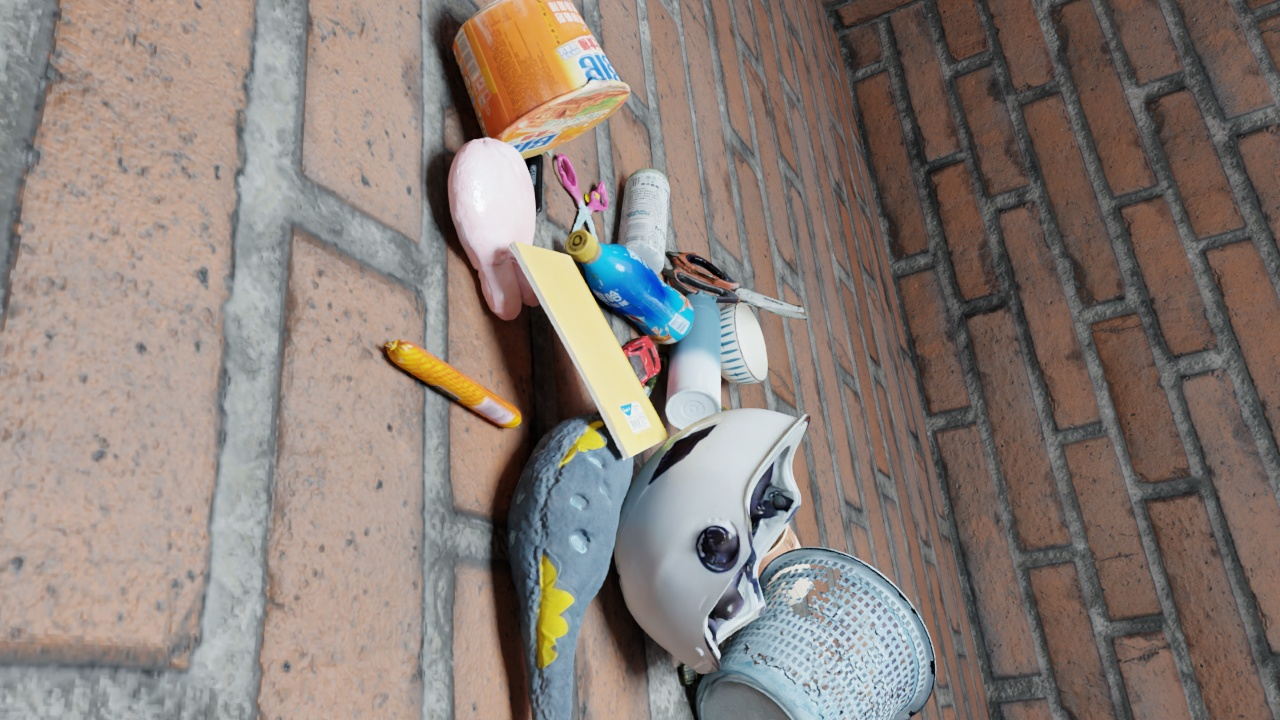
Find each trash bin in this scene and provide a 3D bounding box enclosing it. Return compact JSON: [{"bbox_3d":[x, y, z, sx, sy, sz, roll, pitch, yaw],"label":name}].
[{"bbox_3d":[0.171,0.344,0.982,0.194,0.227,0.226,-26,99,-46],"label":"trash bin"}]

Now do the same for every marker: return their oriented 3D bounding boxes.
[{"bbox_3d":[-0.110,-0.201,0.948,0.015,0.018,0.124,35,46,-52],"label":"marker"}]

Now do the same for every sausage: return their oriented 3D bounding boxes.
[{"bbox_3d":[-0.144,0.021,0.729,0.165,0.021,0.021,41,40,-51],"label":"sausage"}]

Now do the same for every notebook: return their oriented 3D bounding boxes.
[{"bbox_3d":[-0.041,-0.012,0.829,0.206,0.010,0.145,61,14,5],"label":"notebook"}]

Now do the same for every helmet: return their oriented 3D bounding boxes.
[{"bbox_3d":[0.059,0.154,0.885,0.228,0.146,0.259,-19,125,-67],"label":"helmet"}]

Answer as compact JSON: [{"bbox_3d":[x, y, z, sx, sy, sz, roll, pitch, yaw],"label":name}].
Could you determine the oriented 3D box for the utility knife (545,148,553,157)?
[{"bbox_3d":[-0.097,-0.283,1.029,0.162,0.018,0.031,-81,149,-41],"label":"utility knife"}]

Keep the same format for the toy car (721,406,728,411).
[{"bbox_3d":[0.076,0.071,1.156,0.122,0.037,0.056,37,35,-35],"label":"toy car"}]

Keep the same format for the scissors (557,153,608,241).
[{"bbox_3d":[-0.065,-0.175,1.035,0.136,0.017,0.133,61,30,-31],"label":"scissors"}]

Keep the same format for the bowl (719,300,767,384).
[{"bbox_3d":[0.126,-0.019,1.280,0.116,0.066,0.116,41,40,-49],"label":"bowl"}]

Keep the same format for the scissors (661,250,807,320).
[{"bbox_3d":[0.131,-0.101,1.258,0.206,0.015,0.193,-19,60,-45],"label":"scissors"}]

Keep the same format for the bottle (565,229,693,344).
[{"bbox_3d":[-0.014,-0.084,1.025,0.218,0.065,0.065,35,45,-53],"label":"bottle"}]

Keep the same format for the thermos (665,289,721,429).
[{"bbox_3d":[0.067,-0.005,1.118,0.070,0.070,0.220,59,21,-30],"label":"thermos"}]

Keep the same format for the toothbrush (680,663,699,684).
[{"bbox_3d":[0.036,0.235,0.978,0.027,0.026,0.212,2,73,-41],"label":"toothbrush"}]

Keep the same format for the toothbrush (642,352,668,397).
[{"bbox_3d":[0.008,0.033,1.053,0.012,0.017,0.185,32,31,-1],"label":"toothbrush"}]

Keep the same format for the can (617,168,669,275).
[{"bbox_3d":[0.004,-0.168,1.122,0.058,0.058,0.146,51,32,-40],"label":"can"}]

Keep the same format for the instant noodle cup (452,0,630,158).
[{"bbox_3d":[-0.100,-0.272,0.870,0.111,0.152,0.151,64,25,-1],"label":"instant noodle cup"}]

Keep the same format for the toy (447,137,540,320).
[{"bbox_3d":[-0.126,-0.118,0.819,0.121,0.054,0.159,-39,121,-64],"label":"toy"}]

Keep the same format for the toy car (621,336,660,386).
[{"bbox_3d":[-0.006,0.006,1.025,0.106,0.031,0.049,-37,108,-62],"label":"toy car"}]

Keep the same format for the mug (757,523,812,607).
[{"bbox_3d":[0.166,0.262,1.164,0.106,0.082,0.114,60,22,-31],"label":"mug"}]

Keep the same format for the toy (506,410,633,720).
[{"bbox_3d":[-0.052,0.125,0.781,0.355,0.091,0.138,-73,150,-48],"label":"toy"}]
